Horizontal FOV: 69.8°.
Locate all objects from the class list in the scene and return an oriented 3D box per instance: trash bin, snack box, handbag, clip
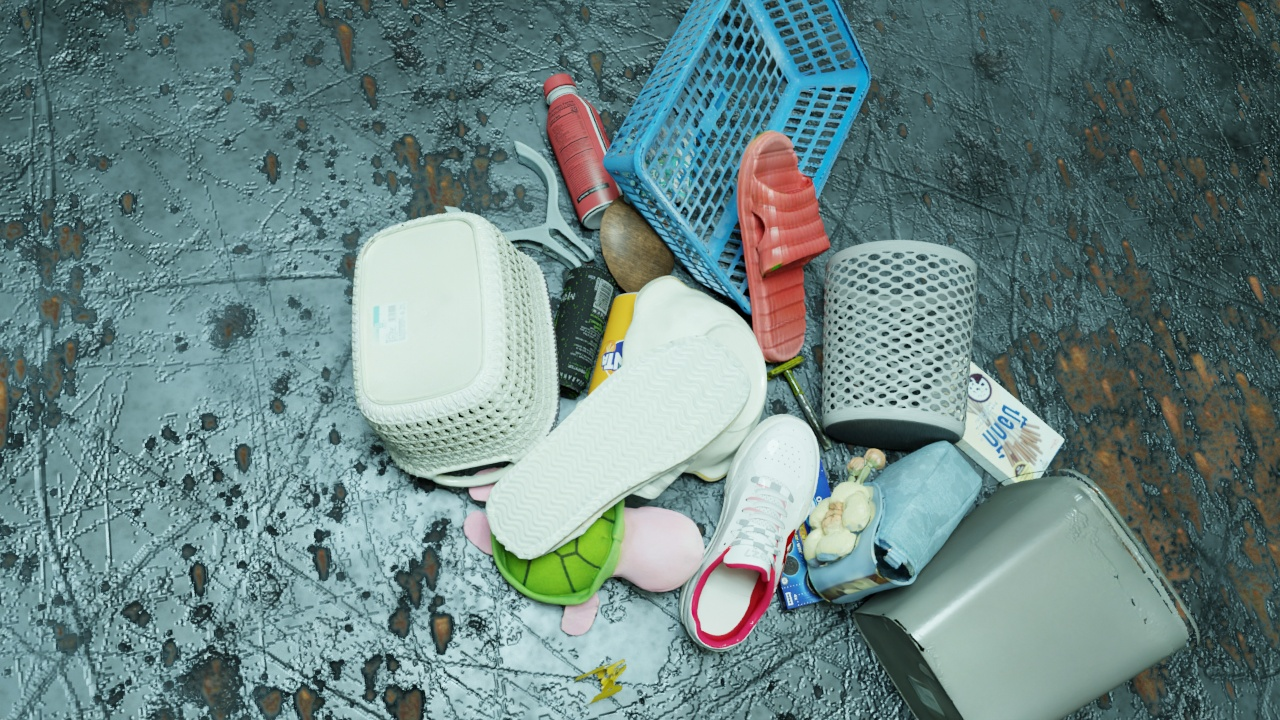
[{"bbox_3d":[0.349,0.248,0.882,0.220,0.197,0.197,-31,82,-11],"label":"trash bin"},{"bbox_3d":[0.389,0.072,1.022,0.150,0.026,0.081,41,71,4],"label":"snack box"},{"bbox_3d":[0.166,0.176,0.952,0.082,0.027,0.150,-12,76,-12],"label":"snack box"},{"bbox_3d":[0.241,0.149,0.902,0.191,0.122,0.118,-38,86,-31],"label":"handbag"},{"bbox_3d":[-0.115,-0.183,1.017,0.172,0.031,0.164,20,72,-3],"label":"clip"},{"bbox_3d":[-0.034,0.302,0.874,0.048,0.054,0.046,27,47,-22],"label":"clip"},{"bbox_3d":[0.268,-0.010,0.961,0.156,0.157,0.183,9,74,-7],"label":"trash bin"}]

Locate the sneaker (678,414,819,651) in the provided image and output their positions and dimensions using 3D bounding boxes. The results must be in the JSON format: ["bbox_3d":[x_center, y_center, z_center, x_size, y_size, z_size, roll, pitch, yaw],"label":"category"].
[{"bbox_3d":[0.110,0.167,0.871,0.090,0.104,0.236,27,90,-2],"label":"sneaker"}]

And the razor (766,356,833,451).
[{"bbox_3d":[0.180,0.050,0.998,0.042,0.026,0.106,-26,83,-18],"label":"razor"}]

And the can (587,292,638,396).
[{"bbox_3d":[-0.006,0.006,0.949,0.079,0.079,0.142,16,71,-4],"label":"can"}]

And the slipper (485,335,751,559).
[{"bbox_3d":[-0.021,0.079,0.838,0.272,0.054,0.114,-36,82,0],"label":"slipper"}]

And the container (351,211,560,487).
[{"bbox_3d":[-0.182,-0.020,0.875,0.185,0.143,0.251,-12,64,9],"label":"container"}]

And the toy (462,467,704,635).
[{"bbox_3d":[-0.057,0.168,0.886,0.238,0.088,0.190,14,80,7],"label":"toy"}]

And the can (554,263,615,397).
[{"bbox_3d":[-0.066,-0.032,0.964,0.054,0.054,0.137,16,71,-4],"label":"can"}]

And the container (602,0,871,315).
[{"bbox_3d":[0.107,-0.264,0.989,0.257,0.089,0.361,46,63,-41],"label":"container"}]

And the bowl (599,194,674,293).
[{"bbox_3d":[0.005,-0.125,0.985,0.101,0.026,0.114,-47,121,-34],"label":"bowl"}]

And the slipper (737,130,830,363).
[{"bbox_3d":[0.156,-0.114,0.957,0.103,0.059,0.249,-26,116,-42],"label":"slipper"}]

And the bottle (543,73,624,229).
[{"bbox_3d":[-0.065,-0.237,1.024,0.062,0.062,0.176,-17,77,-14],"label":"bottle"}]

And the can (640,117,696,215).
[{"bbox_3d":[0.032,-0.218,1.037,0.055,0.055,0.101,10,72,-6],"label":"can"}]

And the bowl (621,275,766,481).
[{"bbox_3d":[0.069,0.018,0.919,0.187,0.060,0.219,-31,106,-39],"label":"bowl"}]

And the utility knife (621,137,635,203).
[{"bbox_3d":[-0.012,-0.209,1.006,0.022,0.015,0.147,45,25,-29],"label":"utility knife"}]
